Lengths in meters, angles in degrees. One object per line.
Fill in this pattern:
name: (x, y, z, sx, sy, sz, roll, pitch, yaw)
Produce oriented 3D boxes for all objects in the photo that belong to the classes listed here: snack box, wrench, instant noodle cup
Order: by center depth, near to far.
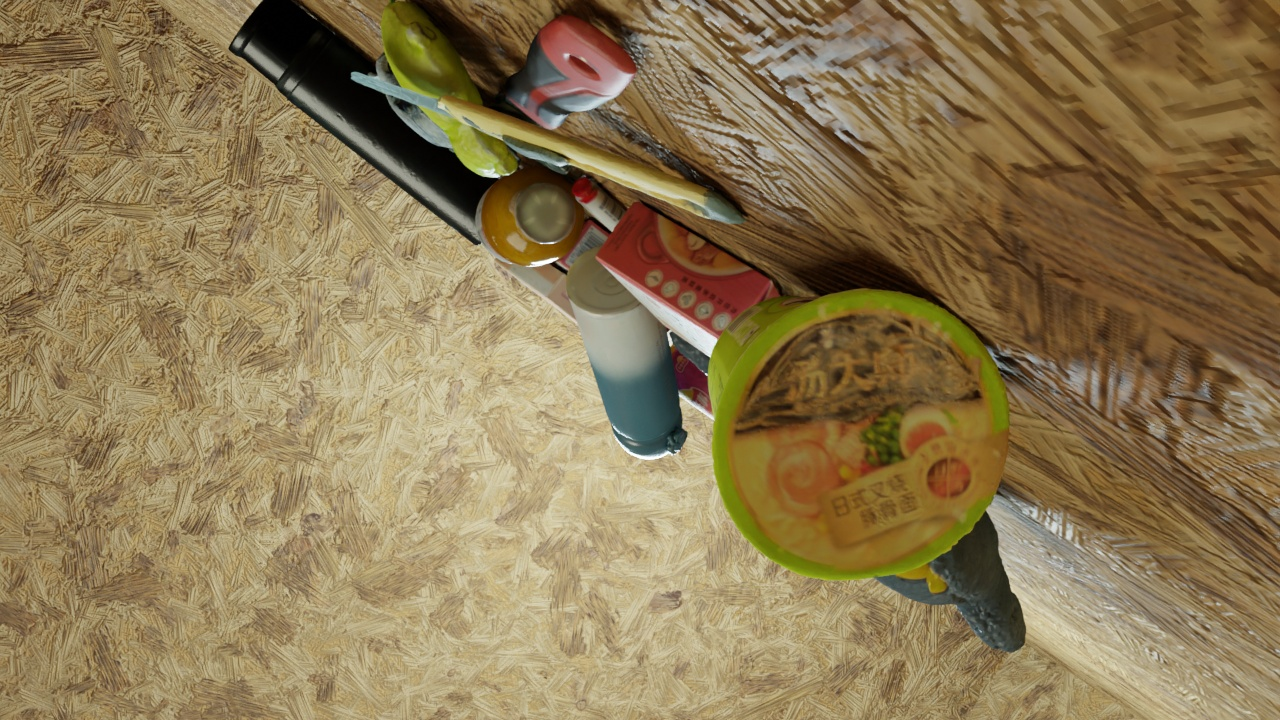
instant noodle cup: (0.077, 0.019, 0.394, 0.111, 0.112, 0.123, 36, -174, -9)
wrench: (-0.042, -0.115, 0.415, 0.056, 0.016, 0.273, 33, 179, -12)
snack box: (0.050, -0.026, 0.538, 0.127, 0.044, 0.113, 36, 178, 29)
snack box: (-0.012, -0.061, 0.769, 0.127, 0.044, 0.113, 36, 178, -12)
snack box: (-0.051, -0.044, 0.799, 0.084, 0.026, 0.157, 36, 179, 42)

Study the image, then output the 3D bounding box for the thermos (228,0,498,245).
thermos: (-0.209, -0.201, 0.757, 0.242, 0.069, 0.089, 39, -151, -25)

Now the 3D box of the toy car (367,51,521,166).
toy car: (-0.121, -0.150, 0.564, 0.120, 0.037, 0.054, 41, -179, 30)

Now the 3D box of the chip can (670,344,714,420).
chip can: (0.116, 0.049, 0.779, 0.210, 0.071, 0.071, 35, 178, 12)

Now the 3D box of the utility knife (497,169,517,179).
utility knife: (-0.109, -0.151, 0.731, 0.033, 0.015, 0.216, 38, 180, 31)

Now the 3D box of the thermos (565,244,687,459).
thermos: (-0.004, 0.004, 0.709, 0.070, 0.070, 0.221, 35, 158, 28)

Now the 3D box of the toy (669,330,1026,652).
toy: (0.163, 0.093, 0.627, 0.356, 0.091, 0.138, 43, 176, -9)

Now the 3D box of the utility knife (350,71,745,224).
utility knife: (-0.048, -0.101, 0.413, 0.204, 0.021, 0.031, 27, 175, 14)

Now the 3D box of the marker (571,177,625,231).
marker: (0.007, -0.072, 0.601, 0.145, 0.017, 0.017, 37, 178, -39)

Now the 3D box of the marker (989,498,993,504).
marker: (0.200, 0.070, 0.671, 0.124, 0.015, 0.018, 33, 176, 31)

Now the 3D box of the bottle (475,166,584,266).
bottle: (-0.078, -0.100, 0.646, 0.068, 0.068, 0.189, 36, 178, -15)

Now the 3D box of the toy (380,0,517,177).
toy: (-0.099, -0.135, 0.465, 0.100, 0.031, 0.097, 53, 171, -18)
